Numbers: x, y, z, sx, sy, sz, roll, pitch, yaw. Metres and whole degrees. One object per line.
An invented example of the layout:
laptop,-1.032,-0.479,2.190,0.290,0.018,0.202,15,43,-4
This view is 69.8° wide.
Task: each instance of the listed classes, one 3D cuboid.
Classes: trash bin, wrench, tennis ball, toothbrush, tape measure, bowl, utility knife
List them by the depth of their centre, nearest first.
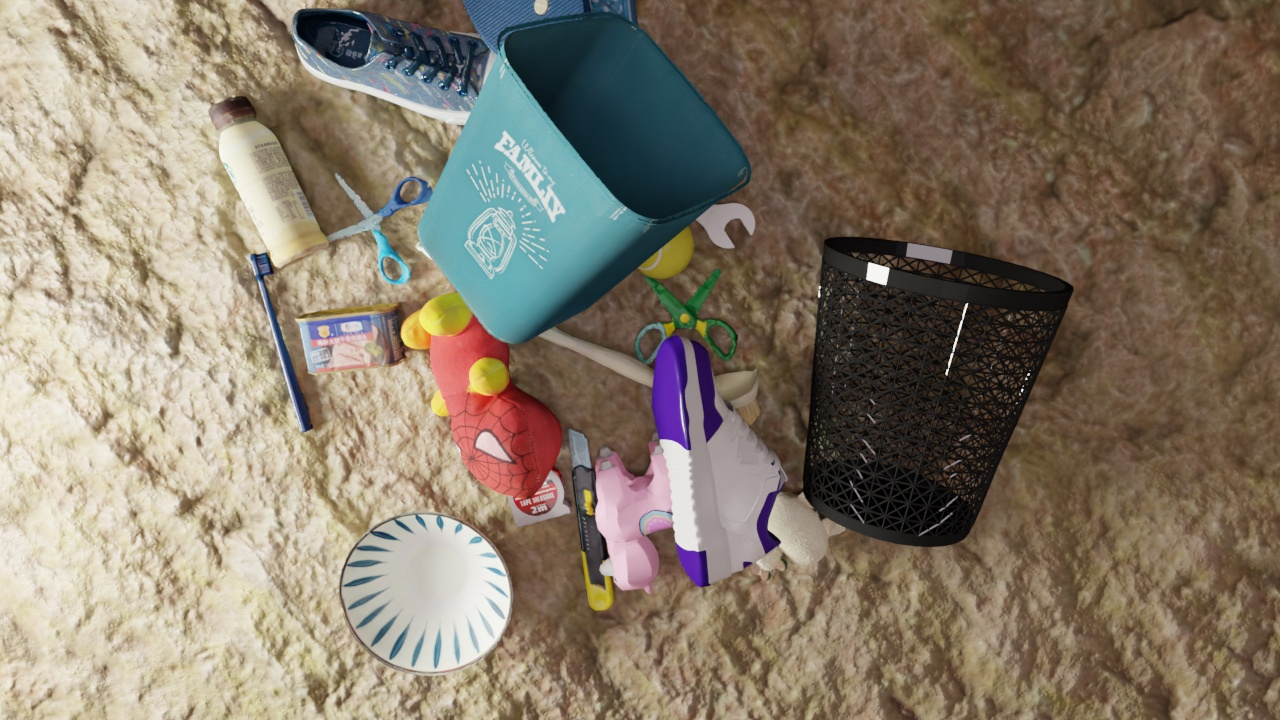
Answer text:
trash bin,-0.063,-0.145,0.795,0.196,0.198,0.219,52,132,5
trash bin,0.257,0.027,0.861,0.217,0.216,0.243,8,107,-1
tennis ball,0.020,-0.113,0.900,0.065,0.065,0.065,0,100,0
wrench,-0.012,-0.182,0.916,0.273,0.009,0.047,24,100,-4
toothbrush,-0.367,-0.018,0.945,0.017,0.016,0.190,-13,100,-4
bowl,-0.218,0.232,0.962,0.177,0.071,0.177,0,100,0
tape measure,-0.109,0.140,0.970,0.060,0.020,0.062,-16,99,3
utility knife,-0.055,0.169,0.977,0.029,0.020,0.203,-8,99,0

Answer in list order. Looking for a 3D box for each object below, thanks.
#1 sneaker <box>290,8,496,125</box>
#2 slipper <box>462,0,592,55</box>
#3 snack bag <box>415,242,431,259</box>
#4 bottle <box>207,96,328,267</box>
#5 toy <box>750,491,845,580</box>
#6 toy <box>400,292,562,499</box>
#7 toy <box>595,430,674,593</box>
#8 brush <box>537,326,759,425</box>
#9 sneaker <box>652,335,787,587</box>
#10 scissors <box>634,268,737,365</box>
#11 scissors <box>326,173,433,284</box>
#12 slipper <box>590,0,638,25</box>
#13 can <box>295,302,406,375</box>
sneaker,-0.215,-0.279,0.861,0.235,0.079,0.087,11,94,-1
slipper,-0.124,-0.394,0.849,0.118,0.060,0.295,-23,85,21
snack bag,-0.156,-0.107,0.917,0.116,0.036,0.077,39,97,-6
bottle,-0.366,-0.174,0.896,0.056,0.056,0.162,-23,99,4
toy,0.159,0.178,0.960,0.112,0.050,0.087,-43,97,11
toy,-0.150,0.036,0.903,0.098,0.148,0.216,-30,98,-21
toy,0.005,0.161,0.951,0.123,0.067,0.157,-15,105,1
brush,-0.005,0.005,0.921,0.272,0.062,0.077,19,106,-3
sneaker,0.083,0.091,0.873,0.111,0.092,0.244,-12,104,-15
scissors,0.043,-0.040,0.941,0.131,0.011,0.125,-43,98,8
scissors,-0.261,-0.142,0.925,0.134,0.014,0.127,-39,94,11
slipper,-0.044,-0.288,0.872,0.104,0.059,0.214,-7,97,2
can,-0.290,-0.022,0.925,0.100,0.054,0.059,-6,102,2
